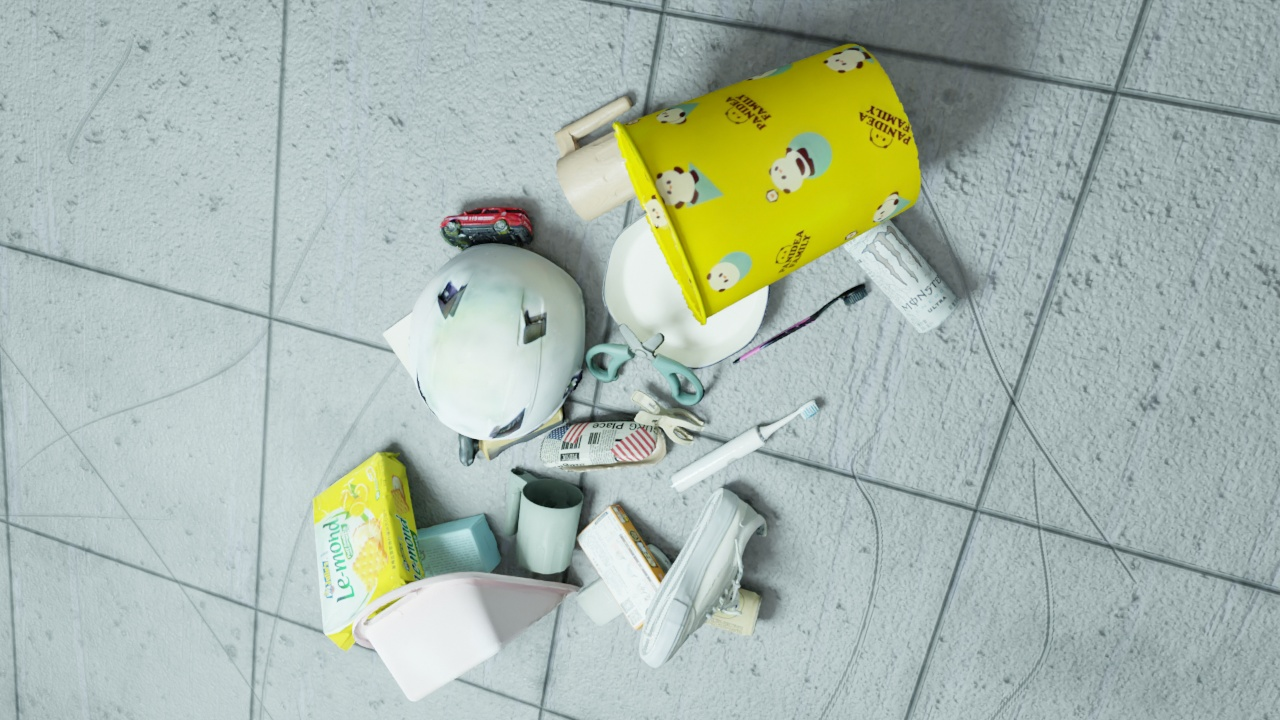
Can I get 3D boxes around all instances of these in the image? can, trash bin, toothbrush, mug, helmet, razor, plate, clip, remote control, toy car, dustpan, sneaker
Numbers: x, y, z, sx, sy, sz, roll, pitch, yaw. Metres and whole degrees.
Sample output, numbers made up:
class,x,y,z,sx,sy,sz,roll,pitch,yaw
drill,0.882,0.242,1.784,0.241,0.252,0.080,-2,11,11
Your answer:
class,x,y,z,sx,sy,sz,roll,pitch,yaw
can,0.295,-0.102,1.045,0.058,0.058,0.146,-41,92,22
can,0.100,0.325,1.226,0.116,0.058,0.058,14,109,12
trash bin,0.132,-0.192,0.960,0.255,0.229,0.229,-24,98,0
toothbrush,0.130,0.109,1.172,0.221,0.026,0.026,-33,73,21
mug,-0.041,-0.243,1.098,0.104,0.084,0.124,-23,72,19
helmet,-0.186,-0.013,1.135,0.229,0.145,0.259,19,99,2
razor,-0.176,0.092,1.242,0.168,0.062,0.067,-21,129,16
mug,-0.140,0.218,1.262,0.124,0.083,0.103,25,115,37
plate,0.058,-0.093,1.124,0.205,0.045,0.205,4,108,14
clip,0.033,0.074,1.178,0.099,0.066,0.034,26,114,-17
remote control,-0.021,0.313,1.277,0.150,0.021,0.058,-38,93,22
toy car,-0.196,-0.169,1.172,0.121,0.053,0.045,-2,66,13
dustpan,-0.243,0.338,1.237,0.223,0.273,0.139,-36,83,17
sneaker,0.084,0.284,1.155,0.090,0.241,0.090,34,157,-7
toothbrush,0.192,-0.040,1.118,0.190,0.014,0.018,-32,107,22

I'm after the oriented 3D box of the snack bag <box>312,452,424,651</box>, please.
class,x,y,z,sx,sy,sz,roll,pitch,yaw
snack bag,-0.378,0.259,1.284,0.158,0.068,0.246,-34,53,21

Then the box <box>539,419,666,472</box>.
class,x,y,z,sx,sy,sz,roll,pitch,yaw
box,-0.053,0.114,1.194,0.163,0.087,0.076,-5,97,20

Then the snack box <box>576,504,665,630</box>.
class,x,y,z,sx,sy,sz,roll,pitch,yaw
snack box,-0.019,0.277,1.233,0.075,0.026,0.153,-45,66,23

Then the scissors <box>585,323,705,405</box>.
class,x,y,z,sx,sy,sz,roll,pitch,yaw
scissors,-0.007,0.007,1.151,0.182,0.019,0.170,-1,145,37

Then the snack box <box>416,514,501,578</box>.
class,x,y,z,sx,sy,sz,roll,pitch,yaw
snack box,-0.294,0.282,1.331,0.175,0.051,0.074,-15,102,20

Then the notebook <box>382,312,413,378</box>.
class,x,y,z,sx,sy,sz,roll,pitch,yaw
notebook,-0.238,-0.029,1.246,0.207,0.010,0.146,-31,95,22
